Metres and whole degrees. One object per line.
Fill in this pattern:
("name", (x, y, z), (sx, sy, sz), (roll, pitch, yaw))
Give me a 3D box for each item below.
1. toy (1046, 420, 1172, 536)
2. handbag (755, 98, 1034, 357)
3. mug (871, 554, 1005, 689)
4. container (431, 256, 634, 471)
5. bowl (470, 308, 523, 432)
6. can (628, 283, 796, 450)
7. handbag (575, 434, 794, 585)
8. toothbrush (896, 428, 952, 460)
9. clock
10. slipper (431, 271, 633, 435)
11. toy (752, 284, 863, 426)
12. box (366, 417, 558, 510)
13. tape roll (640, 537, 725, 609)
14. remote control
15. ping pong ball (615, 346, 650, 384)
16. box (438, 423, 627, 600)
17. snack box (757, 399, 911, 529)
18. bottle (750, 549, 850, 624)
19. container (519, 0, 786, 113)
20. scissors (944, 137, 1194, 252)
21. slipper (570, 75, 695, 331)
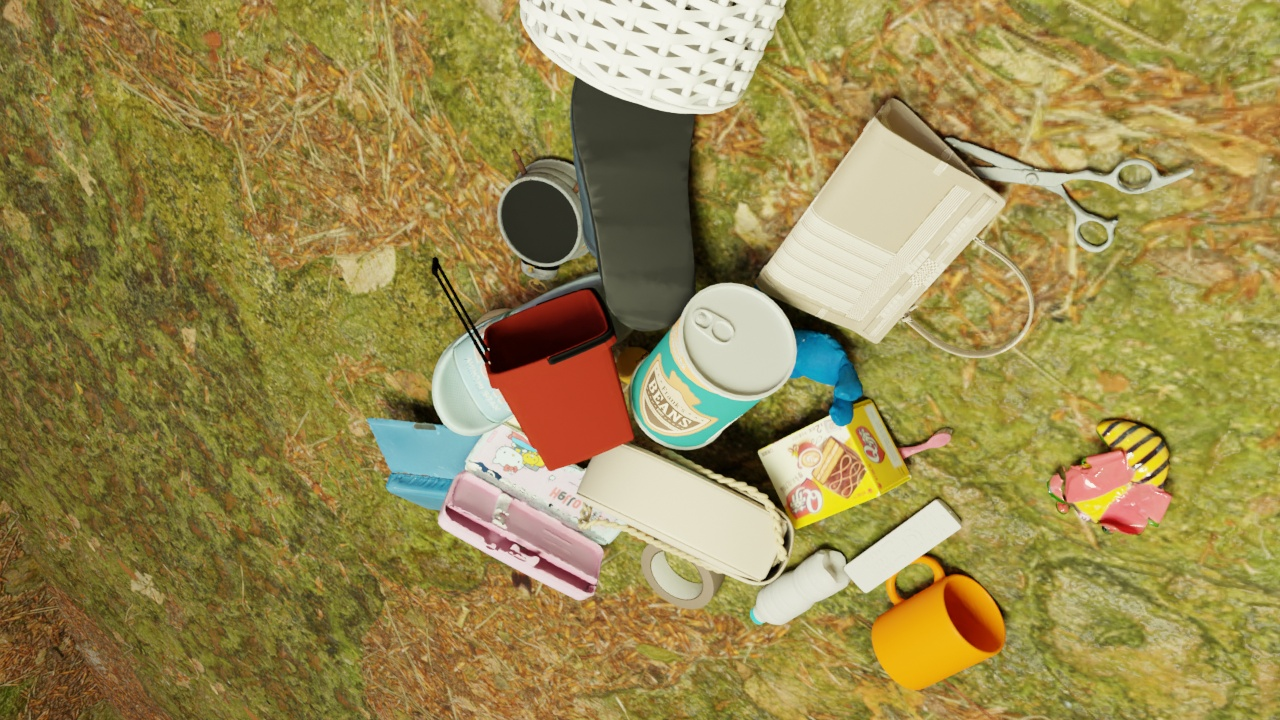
("toy", (0.380, 0.099, 0.735), (0.084, 0.046, 0.104), (34, 126, 31))
("handbag", (0.223, -0.076, 0.736), (0.198, 0.062, 0.176), (37, 132, 4))
("mug", (0.274, 0.243, 0.875), (0.096, 0.077, 0.112), (-49, 56, 41))
("container", (-0.087, -0.019, 0.824), (0.127, 0.148, 0.201), (-21, 114, -2))
("bowl", (-0.156, 0.024, 1.036), (0.151, 0.075, 0.151), (17, 124, 27))
("can", (0.057, 0.010, 0.790), (0.099, 0.099, 0.144), (46, 153, 4))
("handbag", (0.040, 0.154, 0.894), (0.208, 0.103, 0.211), (24, 170, 8))
("toothbrush", (0.232, 0.091, 0.850), (0.135, 0.016, 0.021), (-34, 93, 44))
("clock", (-0.093, -0.132, 0.915), (0.104, 0.056, 0.148), (21, 121, 13))
("slipper", (-0.114, -0.009, 0.934), (0.246, 0.074, 0.104), (-30, 96, 12))
("toy", (0.136, -0.013, 0.814), (0.176, 0.070, 0.113), (38, 136, 37))
("box", (-0.228, 0.148, 1.133), (0.232, 0.060, 0.175), (1, 138, 35))
("tape roll", (0.048, 0.236, 1.046), (0.094, 0.030, 0.094), (16, 124, 26))
("remote control", (0.250, 0.178, 0.879), (0.033, 0.012, 0.131), (49, 126, 11))
("ping pong ball", (-0.006, 0.006, 0.945), (0.040, 0.040, 0.040), (16, 123, 26))
("box", (-0.109, 0.167, 1.022), (0.201, 0.110, 0.102), (33, 126, -16))
("snack box", (0.177, 0.096, 0.846), (0.106, 0.061, 0.083), (-34, 76, 42))
("bottle", (0.162, 0.243, 0.963), (0.044, 0.044, 0.137), (46, 131, 4))
("container", (0.026, -0.306, 0.649), (0.189, 0.188, 0.187), (36, 131, 12))
("scissors", (0.302, -0.139, 0.667), (0.153, 0.014, 0.131), (44, 141, 3))
("slipper", (-0.008, -0.162, 0.815), (0.083, 0.109, 0.265), (-148, 52, -74))
